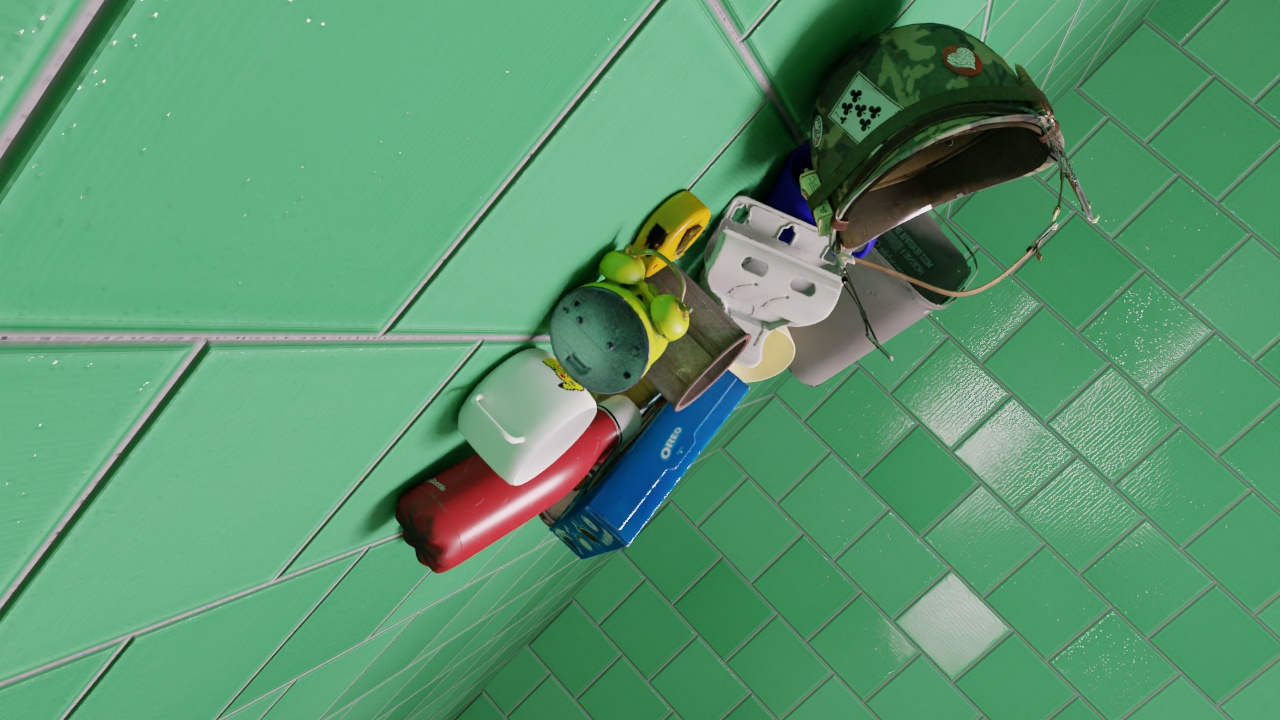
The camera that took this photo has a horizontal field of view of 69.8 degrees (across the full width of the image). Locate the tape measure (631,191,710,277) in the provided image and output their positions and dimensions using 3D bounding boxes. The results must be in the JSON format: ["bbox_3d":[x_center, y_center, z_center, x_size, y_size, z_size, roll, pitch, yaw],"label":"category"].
[{"bbox_3d":[0.027,-0.100,0.703,0.068,0.030,0.059,-37,168,-37],"label":"tape measure"}]

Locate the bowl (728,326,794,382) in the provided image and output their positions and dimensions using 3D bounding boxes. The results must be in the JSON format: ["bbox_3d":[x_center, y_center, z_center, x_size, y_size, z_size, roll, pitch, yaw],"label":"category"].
[{"bbox_3d":[0.132,-0.037,1.161,0.118,0.118,0.073,123,-25,-48],"label":"bowl"}]

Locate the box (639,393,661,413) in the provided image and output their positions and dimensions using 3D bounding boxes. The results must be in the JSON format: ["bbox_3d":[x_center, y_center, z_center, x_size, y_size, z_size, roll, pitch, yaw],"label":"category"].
[{"bbox_3d":[0.006,0.047,1.193,0.067,0.052,0.209,-24,170,11],"label":"box"}]

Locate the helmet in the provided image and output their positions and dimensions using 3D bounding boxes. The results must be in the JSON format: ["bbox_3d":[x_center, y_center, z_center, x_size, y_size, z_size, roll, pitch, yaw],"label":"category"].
[{"bbox_3d":[0.229,-0.146,0.721,0.193,0.236,0.224,-23,-176,14],"label":"helmet"}]

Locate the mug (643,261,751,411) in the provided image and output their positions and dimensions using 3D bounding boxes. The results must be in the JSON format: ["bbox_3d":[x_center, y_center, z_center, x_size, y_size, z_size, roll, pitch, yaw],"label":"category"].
[{"bbox_3d":[0.031,-0.025,0.792,0.096,0.110,0.122,-42,170,13],"label":"mug"}]

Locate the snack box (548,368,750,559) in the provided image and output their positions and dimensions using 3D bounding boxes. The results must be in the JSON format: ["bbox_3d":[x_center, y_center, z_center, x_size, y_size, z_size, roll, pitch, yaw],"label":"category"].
[{"bbox_3d":[0.001,0.107,0.944,0.195,0.056,0.239,-50,-179,-20],"label":"snack box"}]

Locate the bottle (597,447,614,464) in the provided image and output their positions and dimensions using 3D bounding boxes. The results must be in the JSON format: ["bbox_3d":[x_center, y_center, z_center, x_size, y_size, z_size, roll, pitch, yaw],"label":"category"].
[{"bbox_3d":[-0.025,0.105,1.120,0.062,0.062,0.137,-47,160,13],"label":"bottle"}]

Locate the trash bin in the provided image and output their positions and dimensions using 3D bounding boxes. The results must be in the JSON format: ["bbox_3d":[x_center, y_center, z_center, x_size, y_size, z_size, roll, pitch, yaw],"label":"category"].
[{"bbox_3d":[0.271,-0.099,1.189,0.196,0.197,0.221,-34,171,-47],"label":"trash bin"}]

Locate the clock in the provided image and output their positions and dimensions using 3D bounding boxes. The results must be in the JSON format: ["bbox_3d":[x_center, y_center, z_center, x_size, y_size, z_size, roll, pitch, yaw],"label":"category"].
[{"bbox_3d":[-0.013,-0.030,0.677,0.119,0.083,0.056,-48,174,32],"label":"clock"}]

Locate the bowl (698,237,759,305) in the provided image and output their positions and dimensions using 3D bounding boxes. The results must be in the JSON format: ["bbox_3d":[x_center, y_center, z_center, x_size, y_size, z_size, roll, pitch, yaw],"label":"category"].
[{"bbox_3d":[0.108,-0.089,0.941,0.115,0.062,0.115,-42,168,-11],"label":"bowl"}]

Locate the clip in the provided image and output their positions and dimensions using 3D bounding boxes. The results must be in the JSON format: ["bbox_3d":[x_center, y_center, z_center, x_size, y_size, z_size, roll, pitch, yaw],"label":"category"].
[{"bbox_3d":[0.110,-0.061,0.840,0.089,0.125,0.151,-92,-154,-67],"label":"clip"}]

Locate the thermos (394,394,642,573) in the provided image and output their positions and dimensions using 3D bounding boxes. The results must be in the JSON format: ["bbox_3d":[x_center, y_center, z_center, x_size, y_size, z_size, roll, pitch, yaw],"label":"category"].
[{"bbox_3d":[-0.095,0.095,0.803,0.239,0.073,0.073,-29,162,-33],"label":"thermos"}]

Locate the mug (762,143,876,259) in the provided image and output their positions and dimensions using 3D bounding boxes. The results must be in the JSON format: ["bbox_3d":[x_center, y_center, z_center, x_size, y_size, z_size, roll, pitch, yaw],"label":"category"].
[{"bbox_3d":[0.172,-0.137,0.867,0.079,0.111,0.084,-43,170,-32],"label":"mug"}]

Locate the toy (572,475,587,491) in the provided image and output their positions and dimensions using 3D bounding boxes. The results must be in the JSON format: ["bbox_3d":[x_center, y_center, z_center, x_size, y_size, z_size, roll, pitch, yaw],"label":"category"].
[{"bbox_3d":[-0.108,0.115,0.995,0.090,0.070,0.103,-25,-176,-25],"label":"toy"}]

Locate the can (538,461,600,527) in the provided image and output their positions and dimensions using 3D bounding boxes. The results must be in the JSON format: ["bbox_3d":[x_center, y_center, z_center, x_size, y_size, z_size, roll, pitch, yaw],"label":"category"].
[{"bbox_3d":[-0.077,0.163,1.121,0.090,0.090,0.074,-46,169,7],"label":"can"}]

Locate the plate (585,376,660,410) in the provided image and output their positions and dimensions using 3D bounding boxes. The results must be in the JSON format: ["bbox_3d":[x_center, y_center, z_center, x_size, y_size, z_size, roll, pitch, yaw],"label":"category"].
[{"bbox_3d":[-0.006,0.006,0.934,0.184,0.036,0.184,-39,165,-13],"label":"plate"}]

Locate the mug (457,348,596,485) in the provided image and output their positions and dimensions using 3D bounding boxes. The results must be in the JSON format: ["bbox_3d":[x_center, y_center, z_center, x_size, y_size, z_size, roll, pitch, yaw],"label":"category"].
[{"bbox_3d":[-0.091,0.042,0.696,0.094,0.068,0.115,-47,169,11],"label":"mug"}]
